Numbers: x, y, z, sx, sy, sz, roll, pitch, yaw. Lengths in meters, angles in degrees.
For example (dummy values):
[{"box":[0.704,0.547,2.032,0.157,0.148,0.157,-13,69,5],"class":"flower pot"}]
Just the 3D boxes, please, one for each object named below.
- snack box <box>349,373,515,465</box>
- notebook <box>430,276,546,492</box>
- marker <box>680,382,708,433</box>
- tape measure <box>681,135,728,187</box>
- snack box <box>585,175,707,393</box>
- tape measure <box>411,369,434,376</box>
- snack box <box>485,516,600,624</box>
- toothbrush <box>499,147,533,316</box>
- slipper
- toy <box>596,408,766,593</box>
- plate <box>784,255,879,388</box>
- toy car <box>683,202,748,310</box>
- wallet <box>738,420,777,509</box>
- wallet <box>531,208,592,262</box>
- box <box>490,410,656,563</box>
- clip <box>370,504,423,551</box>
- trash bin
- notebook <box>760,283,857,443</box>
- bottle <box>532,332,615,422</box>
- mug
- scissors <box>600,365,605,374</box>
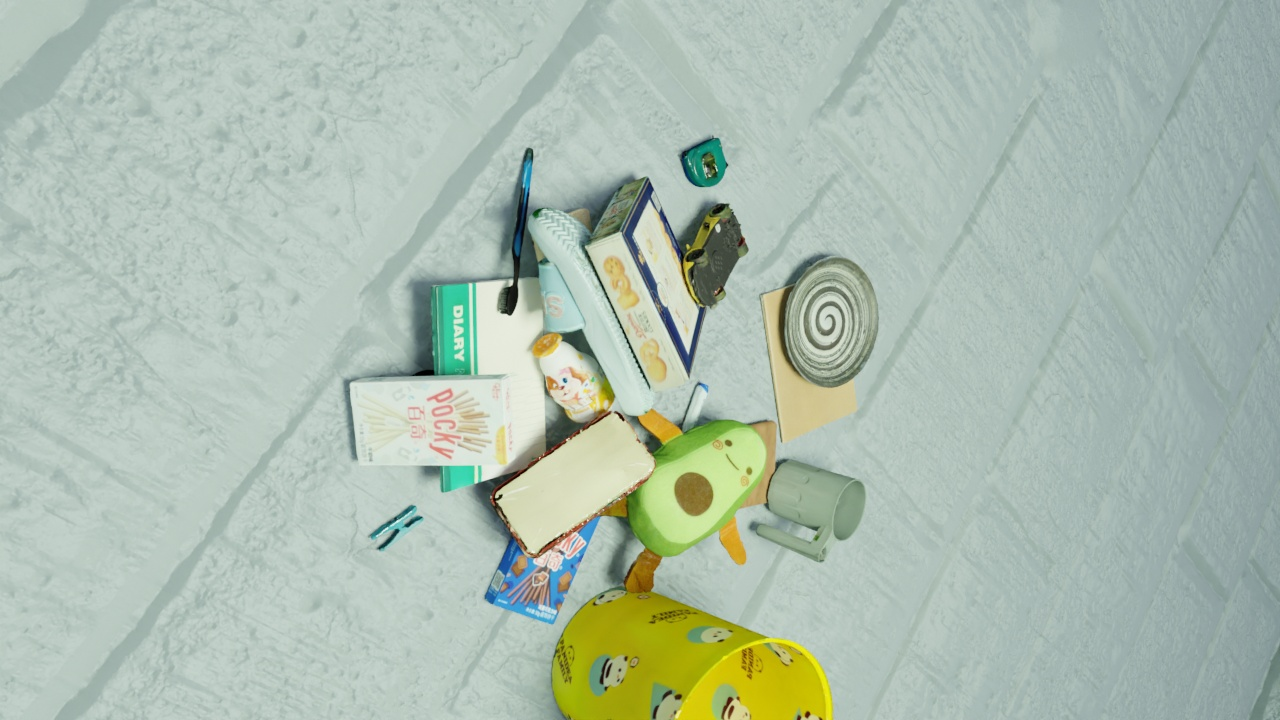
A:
[{"box":[-0.202,0.058,0.891,0.157,0.026,0.085,-1,99,11],"class":"snack box"},{"box":[-0.155,0.021,0.960,0.150,0.012,0.209,-12,104,-52],"class":"notebook"},{"box":[0.054,0.097,1.139,0.017,0.017,0.145,25,82,-34],"class":"marker"},{"box":[0.079,-0.237,1.108,0.058,0.025,0.054,-32,112,-27],"class":"tape measure"},{"box":[0.012,-0.088,1.005,0.182,0.046,0.178,-70,139,-59],"class":"snack box"},{"box":[-0.212,0.039,0.933,0.057,0.039,0.058,11,89,-35],"class":"tape measure"},{"box":[-0.105,0.212,1.037,0.084,0.026,0.157,30,79,-33],"class":"snack box"},{"box":[-0.129,-0.137,0.965,0.014,0.016,0.189,21,69,-48],"class":"toothbrush"},{"box":[-0.056,-0.048,0.970,0.245,0.074,0.103,64,19,-15],"class":"slipper"},{"box":[0.056,0.154,1.081,0.246,0.090,0.227,-36,104,-21],"class":"toy"},{"box":[0.256,-0.051,1.245,0.179,0.024,0.179,-4,97,-33],"class":"plate"},{"box":[0.085,-0.125,1.089,0.071,0.041,0.155,58,42,-34],"class":"toy car"},{"box":[0.134,0.140,1.200,0.101,0.020,0.115,-8,103,-32],"class":"wallet"},{"box":[-0.075,-0.105,1.016,0.087,0.024,0.115,-28,114,-38],"class":"wallet"},{"box":[-0.070,0.133,0.979,0.168,0.077,0.091,-34,81,-13],"class":"box"},{"box":[-0.249,0.171,0.941,0.056,0.014,0.043,-39,117,-25],"class":"clip"},{"box":[0.041,0.377,1.019,0.229,0.256,0.229,-5,99,-34],"class":"trash bin"},{"box":[0.233,-0.007,1.254,0.147,0.008,0.208,-19,107,-32],"class":"notebook"},{"box":[-0.075,0.018,1.007,0.063,0.063,0.108,-50,126,-19],"class":"bottle"},{"box":[0.220,0.196,1.201,0.123,0.103,0.084,-51,134,-24],"class":"mug"},{"box":[-0.006,0.006,1.088,0.133,0.017,0.057,-4,104,-31],"class":"scissors"}]
